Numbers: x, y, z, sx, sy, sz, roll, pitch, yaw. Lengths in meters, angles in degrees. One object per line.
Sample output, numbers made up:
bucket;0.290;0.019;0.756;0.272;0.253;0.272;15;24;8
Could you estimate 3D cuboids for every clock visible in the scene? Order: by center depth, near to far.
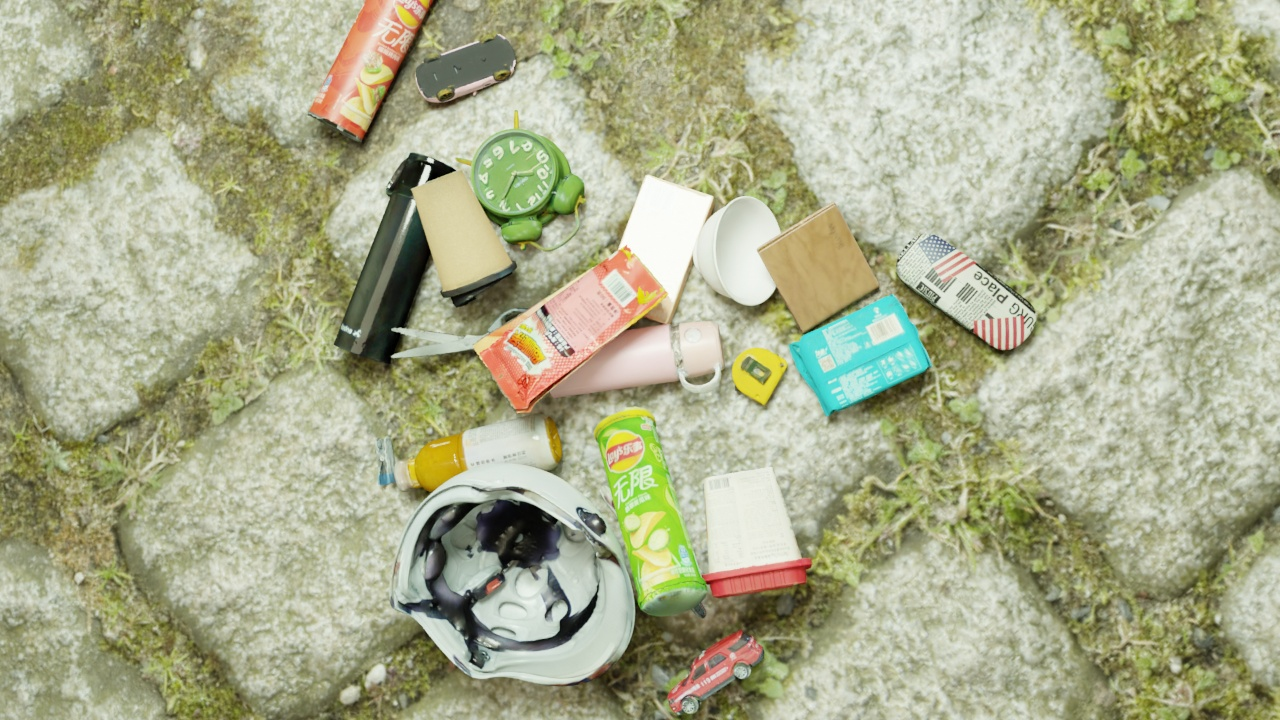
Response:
clock;-0.131;-0.199;1.065;0.116;0.056;0.161;-38;83;5

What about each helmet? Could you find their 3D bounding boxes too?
helmet;-0.126;0.216;0.991;0.258;0.145;0.229;32;109;-9

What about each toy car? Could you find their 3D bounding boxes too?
toy car;0.080;0.342;1.008;0.120;0.053;0.045;-37;81;1
toy car;-0.208;-0.346;1.095;0.122;0.037;0.056;-22;87;-7

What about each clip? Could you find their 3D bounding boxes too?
clip;-0.301;0.119;1.087;0.038;0.026;0.058;-13;81;14

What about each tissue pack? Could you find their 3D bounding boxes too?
tissue pack;0.240;-0.005;1.005;0.133;0.050;0.093;-26;85;6

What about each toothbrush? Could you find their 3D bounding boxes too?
toothbrush;0.013;0.217;1.040;0.016;0.017;0.187;-39;83;3

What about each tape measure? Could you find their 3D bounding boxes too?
tape measure;0.131;0.014;1.030;0.057;0.029;0.060;30;91;9

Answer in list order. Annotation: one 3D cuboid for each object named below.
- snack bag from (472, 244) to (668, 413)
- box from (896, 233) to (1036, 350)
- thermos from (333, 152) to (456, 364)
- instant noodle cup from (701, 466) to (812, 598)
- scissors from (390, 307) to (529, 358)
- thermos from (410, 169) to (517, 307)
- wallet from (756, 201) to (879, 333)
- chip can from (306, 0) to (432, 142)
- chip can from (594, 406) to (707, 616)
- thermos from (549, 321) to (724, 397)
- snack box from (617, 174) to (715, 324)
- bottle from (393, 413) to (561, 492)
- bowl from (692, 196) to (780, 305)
snack bag;-0.075;-0.038;0.994;0.208;0.073;0.128;-37;47;-3
box;0.355;-0.075;1.003;0.164;0.051;0.068;40;82;7
thermos;-0.292;-0.123;1.085;0.090;0.068;0.242;18;87;39
instant noodle cup;0.118;0.185;0.986;0.117;0.116;0.124;-10;74;7
scissors;-0.194;-0.024;1.066;0.165;0.014;0.163;42;83;-3
thermos;-0.203;-0.137;1.038;0.093;0.093;0.143;-21;104;6
wallet;0.196;-0.101;1.010;0.101;0.020;0.115;-32;112;5
chip can;-0.317;-0.371;1.094;0.073;0.073;0.216;28;92;8
chip can;0.009;0.159;0.973;0.072;0.072;0.221;-22;57;6
thermos;-0.006;0.006;1.027;0.199;0.067;0.087;-6;59;7
snack box;0.020;-0.126;1.055;0.084;0.026;0.157;20;90;8
bottle;-0.187;0.112;1.048;0.190;0.068;0.068;-14;85;7
bowl;0.098;-0.119;1.017;0.065;0.118;0.118;1;86;46
